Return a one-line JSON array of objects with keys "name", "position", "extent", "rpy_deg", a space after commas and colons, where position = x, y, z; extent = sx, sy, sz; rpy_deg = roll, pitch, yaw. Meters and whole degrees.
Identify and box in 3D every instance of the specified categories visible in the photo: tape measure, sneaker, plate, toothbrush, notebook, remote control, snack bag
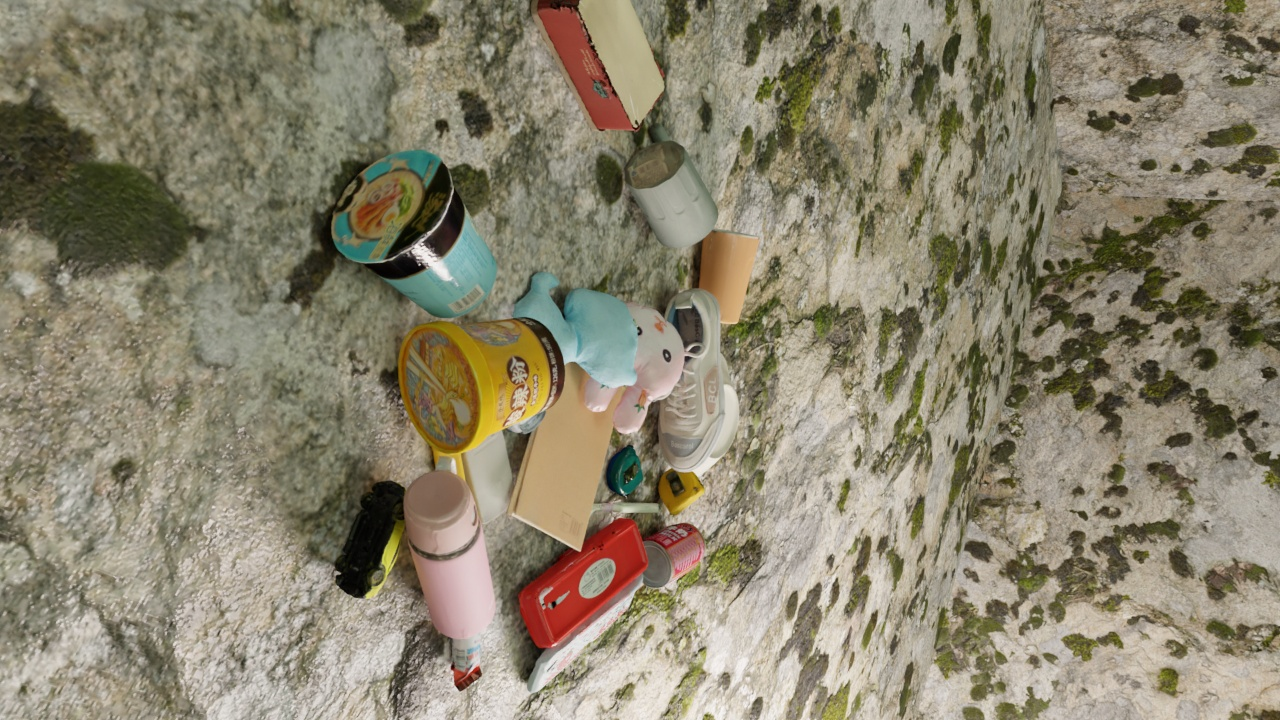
[{"name": "tape measure", "position": [-0.019, 0.142, 1.156], "extent": [0.054, 0.025, 0.058], "rpy_deg": [-45, 132, -43]}, {"name": "sneaker", "position": [0.061, 0.028, 1.182], "extent": [0.090, 0.090, 0.242], "rpy_deg": [-9, 102, -71]}, {"name": "tape measure", "position": [0.051, 0.172, 1.239], "extent": [0.060, 0.057, 0.029], "rpy_deg": [-39, 148, 11]}, {"name": "plate", "position": [0.101, 0.085, 1.313], "extent": [0.163, 0.034, 0.164], "rpy_deg": [-38, 128, -46]}, {"name": "toothbrush", "position": [-0.024, 0.188, 1.167], "extent": [0.189, 0.020, 0.029], "rpy_deg": [14, 54, -58]}, {"name": "notebook", "position": [-0.078, 0.096, 1.042], "extent": [0.149, 0.012, 0.211], "rpy_deg": [45, 54, -53]}, {"name": "remote control", "position": [-0.161, 0.099, 0.935], "extent": [0.056, 0.019, 0.135], "rpy_deg": [-38, 128, -46]}, {"name": "snack bag", "position": [-0.180, 0.287, 0.951], "extent": [0.048, 0.026, 0.104], "rpy_deg": [-21, 117, -67]}]

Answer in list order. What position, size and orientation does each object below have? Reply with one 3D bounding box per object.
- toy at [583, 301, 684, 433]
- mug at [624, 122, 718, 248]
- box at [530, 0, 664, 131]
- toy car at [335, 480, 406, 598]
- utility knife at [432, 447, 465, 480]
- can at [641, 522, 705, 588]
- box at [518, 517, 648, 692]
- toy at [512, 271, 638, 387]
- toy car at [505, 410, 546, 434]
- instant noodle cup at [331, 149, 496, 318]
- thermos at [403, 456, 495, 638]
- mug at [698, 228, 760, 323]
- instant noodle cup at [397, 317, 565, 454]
[{"name": "toy", "position": [-0.006, 0.006, 1.085], "extent": [0.121, 0.054, 0.159], "rpy_deg": [37, 60, -24]}, {"name": "mug", "position": [0.036, -0.214, 1.109], "extent": [0.103, 0.084, 0.123], "rpy_deg": [53, 28, -47]}, {"name": "box", "position": [-0.033, -0.329, 0.962], "extent": [0.091, 0.078, 0.168], "rpy_deg": [-61, 143, -26]}, {"name": "toy car", "position": [-0.233, 0.159, 0.816], "extent": [0.032, 0.048, 0.105], "rpy_deg": [35, 69, -55]}, {"name": "utility knife", "position": [-0.183, 0.136, 0.912], "extent": [0.033, 0.015, 0.154], "rpy_deg": [-18, 115, -31]}, {"name": "can", "position": [0.040, 0.260, 1.236], "extent": [0.093, 0.067, 0.066], "rpy_deg": [-15, 111, -54]}, {"name": "box", "position": [-0.064, 0.293, 1.102], "extent": [0.200, 0.065, 0.160], "rpy_deg": [-29, 126, -49]}, {"name": "toy", "position": [-0.061, -0.032, 1.003], "extent": [0.155, 0.050, 0.161], "rpy_deg": [-33, 105, -36]}, {"name": "toy car", "position": [-0.132, 0.019, 0.944], "extent": [0.054, 0.037, 0.121], "rpy_deg": [-45, 130, -40]}, {"name": "instant noodle cup", "position": [-0.183, -0.099, 0.785], "extent": [0.111, 0.111, 0.120], "rpy_deg": [-67, 153, -19]}, {"name": "thermos", "position": [-0.175, 0.173, 0.848], "extent": [0.199, 0.067, 0.087], "rpy_deg": [91, -2, -46]}, {"name": "mug", "position": [0.115, -0.115, 1.249], "extent": [0.078, 0.078, 0.123], "rpy_deg": [-8, 110, -55]}, {"name": "instant noodle cup", "position": [-0.141, 0.015, 0.841], "extent": [0.114, 0.119, 0.118], "rpy_deg": [-16, 112, -46]}]
